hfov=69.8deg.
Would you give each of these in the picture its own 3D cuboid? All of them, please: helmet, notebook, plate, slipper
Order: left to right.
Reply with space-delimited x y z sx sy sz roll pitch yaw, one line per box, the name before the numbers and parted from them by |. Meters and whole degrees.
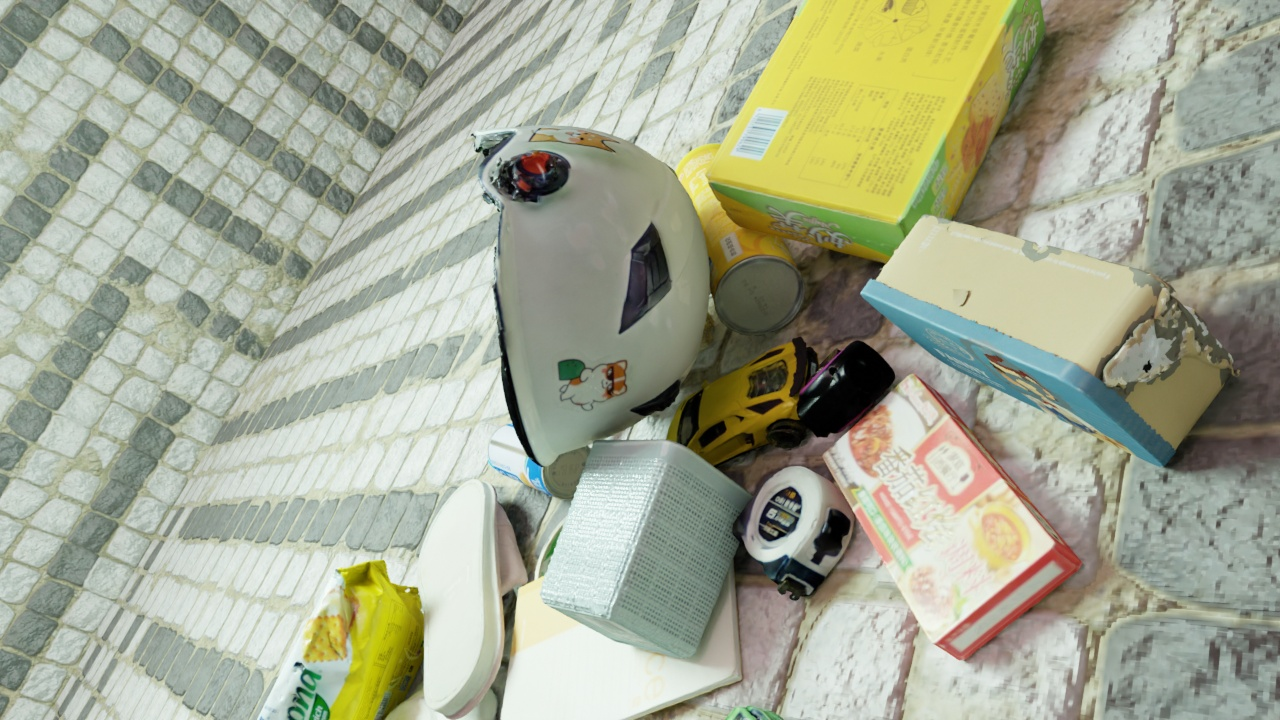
plate | -0.188 0.332 0.736 0.165 0.034 0.163 -15 46 51
slipper | -0.145 0.198 0.794 0.114 0.054 0.274 -49 25 11
helmet | -0.026 -0.060 0.669 0.157 0.230 0.273 -11 35 -3
notebook | -0.019 0.185 0.635 0.207 0.010 0.145 -31 35 28

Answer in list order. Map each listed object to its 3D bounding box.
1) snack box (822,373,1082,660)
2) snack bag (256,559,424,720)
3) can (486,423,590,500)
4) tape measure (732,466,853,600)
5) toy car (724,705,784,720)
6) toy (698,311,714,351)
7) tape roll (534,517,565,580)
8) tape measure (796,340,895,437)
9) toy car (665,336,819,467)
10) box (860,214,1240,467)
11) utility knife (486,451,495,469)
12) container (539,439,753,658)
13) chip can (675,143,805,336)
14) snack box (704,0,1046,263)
snack box | 0.155 0.075 0.485 0.075 0.025 0.152 -47 28 16
snack bag | -0.257 0.297 0.782 0.158 0.068 0.246 82 -151 -67
can | -0.093 0.089 0.833 0.135 0.053 0.053 6 65 60
tape measure | 0.094 0.099 0.549 0.066 0.033 0.065 -53 29 8
toy car | 0.046 0.226 0.482 0.091 0.036 0.043 -60 29 -2
toy | -0.005 0.005 0.788 0.157 0.066 0.105 -34 44 21
tape roll | -0.053 0.158 0.736 0.086 0.014 0.085 -39 31 28
tape measure | 0.124 0.015 0.563 0.057 0.039 0.057 -50 -12 33
toy car | 0.066 0.039 0.652 0.156 0.041 0.071 -31 35 40
box | 0.192 -0.019 0.465 0.062 0.089 0.184 -55 25 1
utility knife | -0.079 0.046 0.899 0.219 0.018 0.034 -37 31 28
container | 0.003 0.120 0.584 0.090 0.090 0.111 -6 54 49
chip can | 0.077 -0.108 0.763 0.072 0.072 0.213 -44 29 21
snack box | 0.165 -0.179 0.644 0.158 0.070 0.209 21 76 36
